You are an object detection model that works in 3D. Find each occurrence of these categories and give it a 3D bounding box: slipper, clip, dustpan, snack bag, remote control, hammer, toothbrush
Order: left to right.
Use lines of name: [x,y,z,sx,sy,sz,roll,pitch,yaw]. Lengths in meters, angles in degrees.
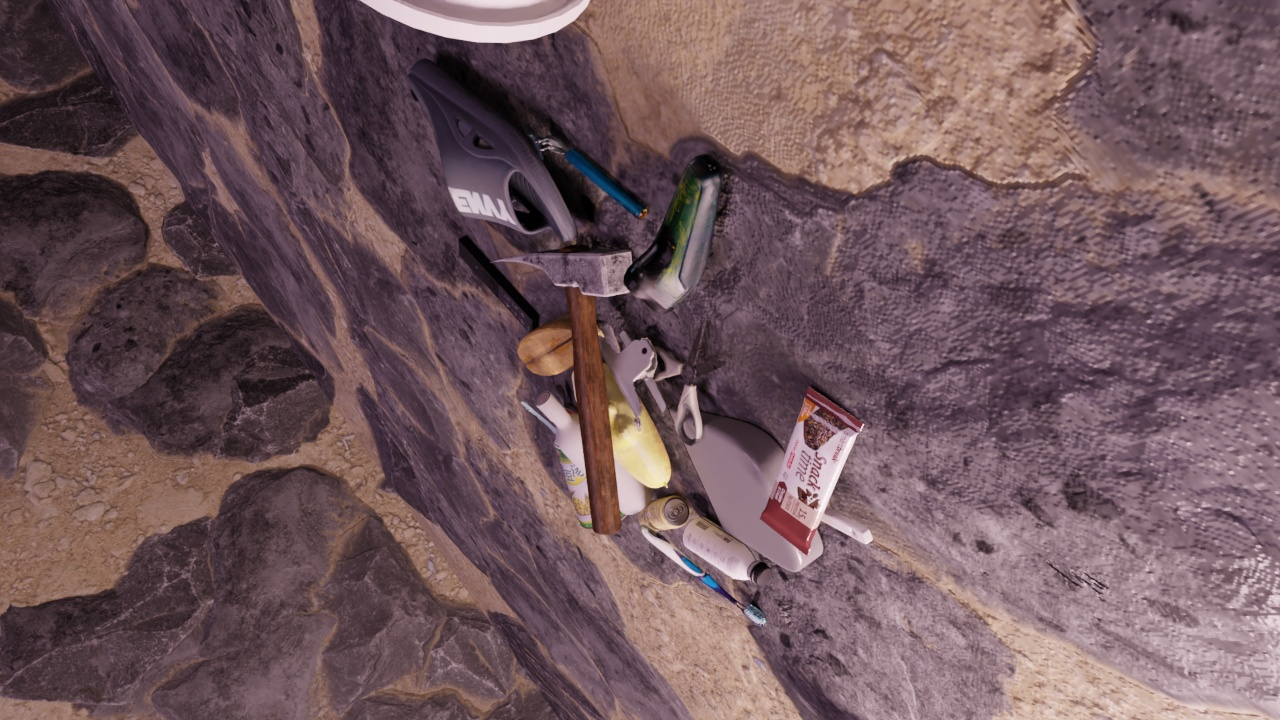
slipper: [-0.165,-0.198,0.894,0.268,0.083,0.111,45,169,28]
remote control: [-0.180,-0.096,1.154,0.150,0.013,0.034,47,154,17]
hammer: [-0.073,0.029,0.960,0.218,0.037,0.301,10,110,52]
clip: [-0.006,0.006,0.926,0.102,0.058,0.052,60,179,24]
toothbrush: [0.076,0.256,1.098,0.189,0.016,0.017,38,144,3]
dustpan: [0.127,0.133,0.883,0.258,0.033,0.163,21,139,63]
snack bag: [0.142,0.098,0.779,0.057,0.013,0.158,36,133,28]

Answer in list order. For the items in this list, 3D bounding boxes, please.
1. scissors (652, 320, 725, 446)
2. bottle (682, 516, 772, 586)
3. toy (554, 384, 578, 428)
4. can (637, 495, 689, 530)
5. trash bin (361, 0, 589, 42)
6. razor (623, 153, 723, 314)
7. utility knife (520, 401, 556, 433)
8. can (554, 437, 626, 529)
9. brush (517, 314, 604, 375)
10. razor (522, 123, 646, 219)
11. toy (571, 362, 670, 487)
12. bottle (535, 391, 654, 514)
scissors: [0.044,0.020,0.885,0.157,0.012,0.166,28,134,54]
bottle: [0.098,0.214,1.019,0.116,0.041,0.041,25,142,47]
toy: [-0.099,0.074,1.205,0.049,0.030,0.112,56,157,23]
can: [0.028,0.186,1.110,0.038,0.038,0.080,55,155,-1]
trash bin: [-0.090,-0.328,0.520,0.195,0.195,0.200,49,146,11]
razor: [0.027,-0.098,0.725,0.054,0.067,0.152,57,150,24]
utility knife: [-0.089,0.113,1.208,0.179,0.015,0.022,40,146,-1]
can: [-0.062,0.146,1.162,0.067,0.067,0.121,11,121,56]
brush: [-0.097,-0.018,1.068,0.059,0.043,0.196,57,154,-8]
razor: [-0.048,-0.168,0.820,0.144,0.022,0.042,38,169,23]
toy: [-0.021,0.072,1.022,0.170,0.064,0.155,55,173,7]
bottle: [-0.057,0.106,1.081,0.052,0.052,0.195,18,153,53]
